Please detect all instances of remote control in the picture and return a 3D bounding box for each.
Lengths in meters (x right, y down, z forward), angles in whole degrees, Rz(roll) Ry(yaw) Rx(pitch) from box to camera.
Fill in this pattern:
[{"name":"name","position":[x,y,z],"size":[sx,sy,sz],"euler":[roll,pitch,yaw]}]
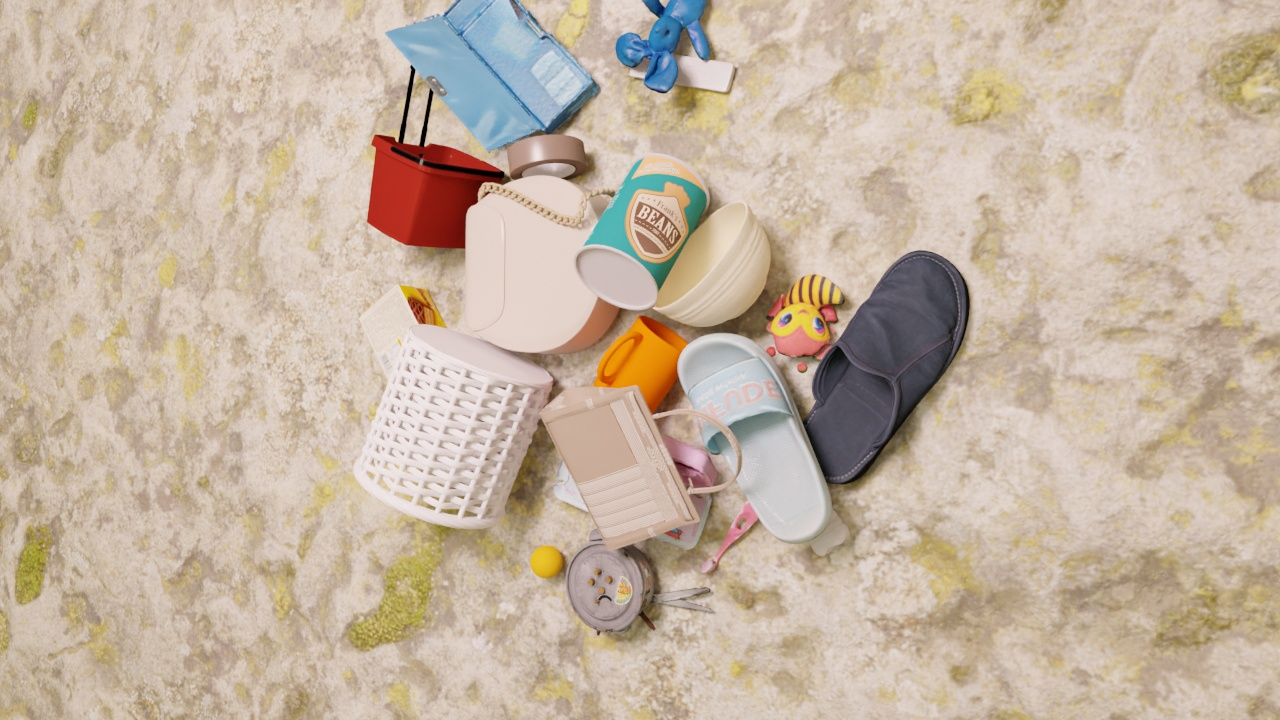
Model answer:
[{"name":"remote control","position":[0.048,-0.341,1.080],"size":[0.131,0.012,0.033],"euler":[18,94,25]}]

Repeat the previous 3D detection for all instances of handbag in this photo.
[{"name":"handbag","position":[0.015,0.103,0.962],"size":[0.198,0.062,0.176],"euler":[-14,109,35]},{"name":"handbag","position":[-0.122,-0.114,1.108],"size":[0.209,0.103,0.210],"euler":[-1,88,28]}]

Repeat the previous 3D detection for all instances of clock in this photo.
[{"name":"clock","position":[-0.037,0.247,1.071],"size":[0.104,0.056,0.147],"euler":[-14,81,28]}]

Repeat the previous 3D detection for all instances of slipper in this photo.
[{"name":"slipper","position":[0.241,0.010,0.938],"size":[0.109,0.083,0.266],"euler":[34,102,25]},{"name":"slipper","position":[0.117,0.076,0.957],"size":[0.104,0.074,0.245],"euler":[-34,70,20]}]

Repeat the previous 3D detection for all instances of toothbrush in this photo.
[{"name":"toothbrush","position":[0.110,0.190,1.034],"size":[0.021,0.016,0.135],"euler":[41,106,21]}]

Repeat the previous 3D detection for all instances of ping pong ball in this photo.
[{"name":"ping pong ball","position":[-0.116,0.248,1.130],"size":[0.040,0.040,0.040],"euler":[-1,88,26]}]

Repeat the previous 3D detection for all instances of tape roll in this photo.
[{"name":"tape roll","position":[-0.113,-0.243,1.111],"size":[0.094,0.093,0.030],"euler":[-10,84,25]}]

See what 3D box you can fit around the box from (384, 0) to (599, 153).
[{"name":"box","position":[-0.185,-0.370,1.152],"size":[0.175,0.060,0.231],"euler":[-36,73,-11]}]

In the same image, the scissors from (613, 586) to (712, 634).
[{"name":"scissors","position":[0.006,0.270,1.084],"size":[0.153,0.014,0.130],"euler":[-39,73,23]}]

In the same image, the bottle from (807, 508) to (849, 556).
[{"name":"bottle","position":[0.169,0.145,0.991],"size":[0.044,0.044,0.136],"euler":[-42,72,19]}]

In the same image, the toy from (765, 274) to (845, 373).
[{"name":"toy","position":[0.177,-0.043,0.993],"size":[0.084,0.046,0.103],"euler":[29,98,30]}]

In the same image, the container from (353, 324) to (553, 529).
[{"name":"container","position":[-0.223,0.076,1.105],"size":[0.189,0.189,0.187],"euler":[26,99,24]}]

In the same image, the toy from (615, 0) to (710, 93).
[{"name":"toy","position":[0.031,-0.393,1.056],"size":[0.113,0.071,0.176],"euler":[26,95,29]}]

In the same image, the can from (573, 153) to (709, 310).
[{"name":"can","position":[0.003,-0.142,1.012],"size":[0.099,0.099,0.143],"euler":[14,59,26]}]

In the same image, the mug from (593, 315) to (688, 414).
[{"name":"mug","position":[-0.006,0.006,1.042],"size":[0.077,0.112,0.096],"euler":[44,107,33]}]

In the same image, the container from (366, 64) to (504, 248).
[{"name":"container","position":[-0.256,-0.252,1.153],"size":[0.127,0.147,0.201],"euler":[30,110,31]}]

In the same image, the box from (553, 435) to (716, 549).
[{"name":"box","position":[-0.018,0.136,1.066],"size":[0.201,0.111,0.101],"euler":[18,71,25]}]

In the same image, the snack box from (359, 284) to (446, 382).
[{"name":"snack box","position":[-0.309,-0.035,1.220],"size":[0.084,0.061,0.105],"euler":[-35,74,21]}]

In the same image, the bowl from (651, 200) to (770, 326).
[{"name":"bowl","position":[0.088,-0.093,0.999],"size":[0.075,0.150,0.151],"euler":[38,109,-19]}]
